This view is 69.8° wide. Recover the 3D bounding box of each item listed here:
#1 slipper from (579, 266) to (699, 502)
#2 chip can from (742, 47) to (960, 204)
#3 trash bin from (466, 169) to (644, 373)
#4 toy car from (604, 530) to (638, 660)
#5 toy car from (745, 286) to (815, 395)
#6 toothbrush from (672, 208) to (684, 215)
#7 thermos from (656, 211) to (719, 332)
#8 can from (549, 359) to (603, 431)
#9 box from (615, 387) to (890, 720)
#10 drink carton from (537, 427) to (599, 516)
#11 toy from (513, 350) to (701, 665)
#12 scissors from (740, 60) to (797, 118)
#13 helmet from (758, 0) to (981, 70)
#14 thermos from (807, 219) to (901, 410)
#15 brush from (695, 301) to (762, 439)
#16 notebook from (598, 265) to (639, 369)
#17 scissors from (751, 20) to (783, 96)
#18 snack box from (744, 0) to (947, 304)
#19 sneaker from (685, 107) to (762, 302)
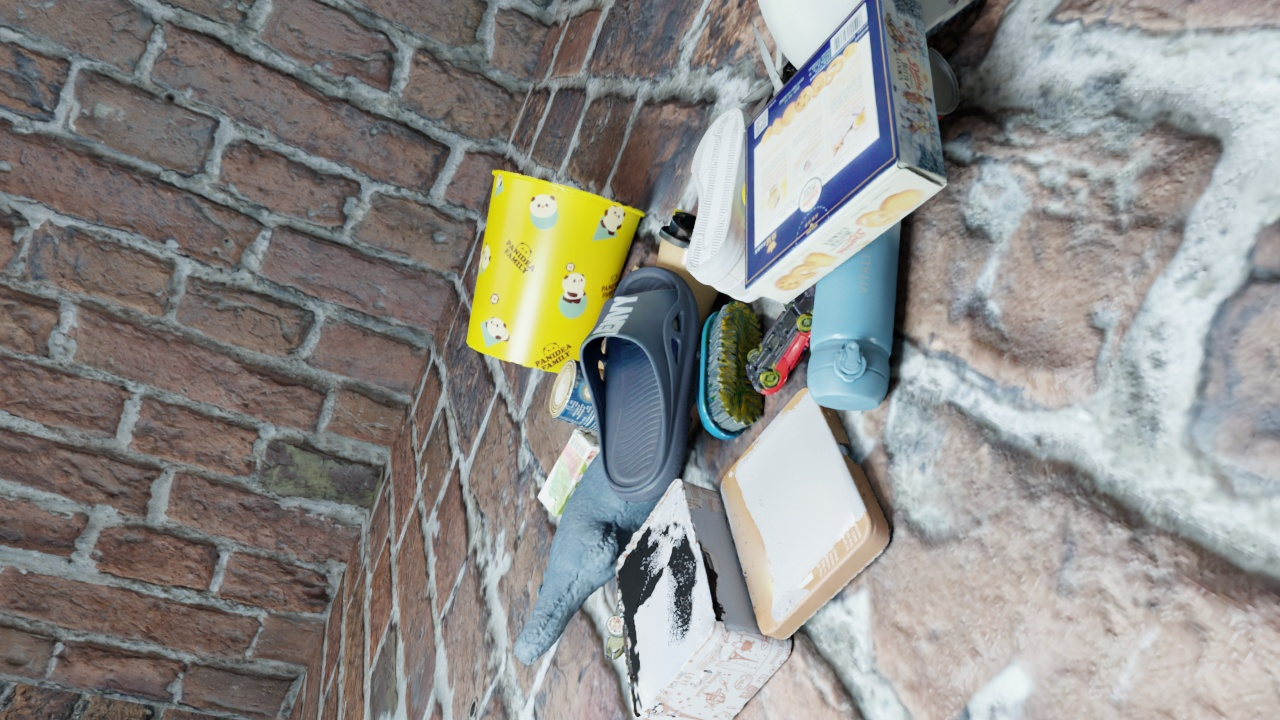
[{"bbox_3d":[-0.005,0.005,0.914,0.111,0.083,0.267,-18,54,31],"label":"slipper"},{"bbox_3d":[0.179,-0.188,0.811,0.217,0.073,0.073,-35,40,55],"label":"chip can"},{"bbox_3d":[-0.137,-0.125,1.351,0.230,0.229,0.255,-148,72,-69],"label":"trash bin"},{"bbox_3d":[0.003,0.224,0.912,0.070,0.042,0.158,14,-85,-74],"label":"toy car"},{"bbox_3d":[0.133,-0.018,0.828,0.106,0.031,0.049,-61,23,20],"label":"toy car"},{"bbox_3d":[0.031,-0.109,1.187,0.017,0.015,0.189,145,140,-67],"label":"toothbrush"},{"bbox_3d":[0.051,-0.085,1.025,0.093,0.093,0.143,-119,44,-63],"label":"thermos"},{"bbox_3d":[-0.047,0.049,1.108,0.076,0.111,0.075,-51,28,41],"label":"can"},{"bbox_3d":[0.082,0.159,0.754,0.261,0.082,0.176,-55,25,27],"label":"box"},{"bbox_3d":[-0.083,0.141,1.183,0.045,0.053,0.123,44,120,27],"label":"drink carton"},{"bbox_3d":[-0.025,0.149,0.963,0.356,0.091,0.138,-59,-2,-7],"label":"toy"},{"bbox_3d":[0.173,-0.322,1.009,0.205,0.021,0.224,-66,21,13],"label":"scissors"},{"bbox_3d":[0.189,-0.385,0.813,0.231,0.156,0.273,-14,55,57],"label":"helmet"},{"bbox_3d":[0.172,-0.066,0.727,0.070,0.070,0.220,-33,43,59],"label":"thermos"},{"bbox_3d":[0.081,0.014,0.897,0.074,0.055,0.143,-42,35,49],"label":"brush"},{"bbox_3d":[-0.030,-0.019,1.245,0.149,0.012,0.211,-127,57,-72],"label":"notebook"},{"bbox_3d":[0.147,-0.294,0.974,0.159,0.014,0.181,-127,35,-51],"label":"scissors"},{"bbox_3d":[0.147,-0.162,0.713,0.178,0.045,0.182,-40,39,51],"label":"snack box"},{"bbox_3d":[0.107,-0.163,0.952,0.090,0.090,0.241,-32,39,41],"label":"sneaker"}]
